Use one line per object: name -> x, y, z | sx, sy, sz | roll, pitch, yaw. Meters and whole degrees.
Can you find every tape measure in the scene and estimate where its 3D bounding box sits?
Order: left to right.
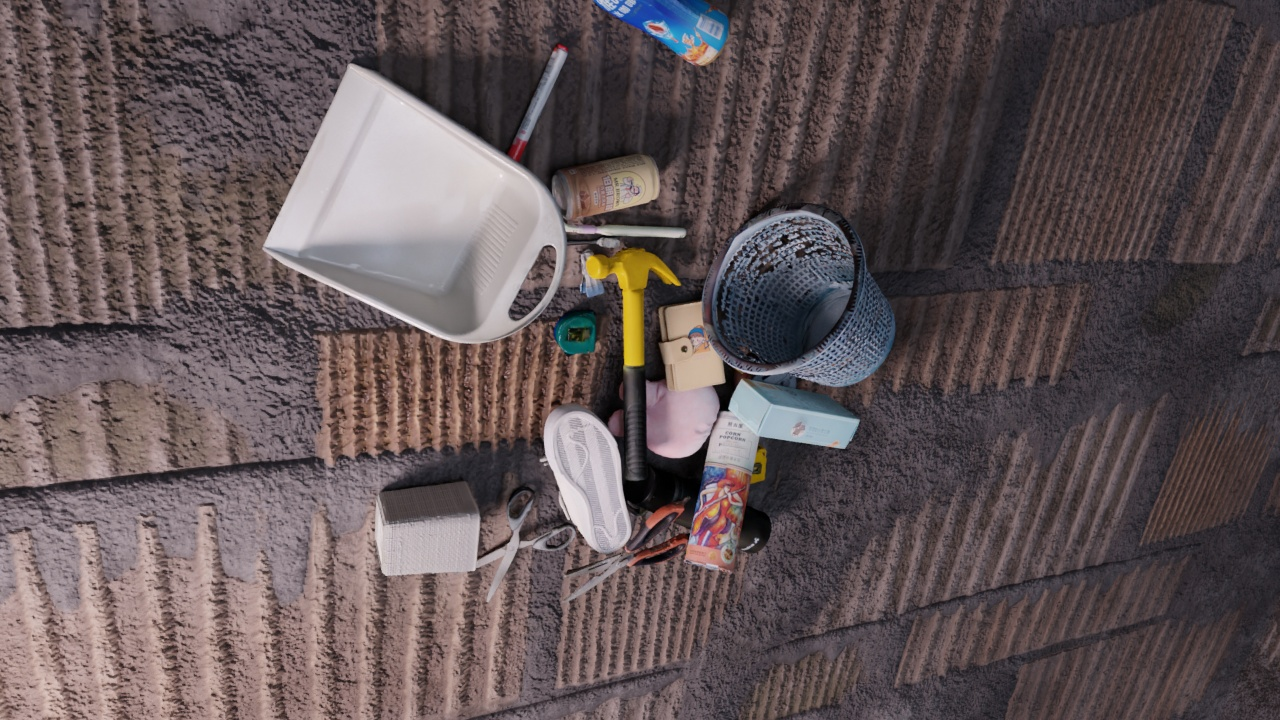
tape measure -> -0.080, -0.034, 1.150 | 0.054, 0.025, 0.058 | -9, 118, -24
tape measure -> 0.164, 0.159, 1.372 | 0.057, 0.029, 0.060 | -11, 119, -22

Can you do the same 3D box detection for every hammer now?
hammer -> -0.007, 0.007, 1.162 | 0.128, 0.033, 0.301 | -11, 107, -36

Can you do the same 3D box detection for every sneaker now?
sneaker -> -0.077, 0.143, 1.205 | 0.089, 0.091, 0.242 | -28, 127, -18

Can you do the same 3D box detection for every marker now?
marker -> -0.116, -0.278, 1.012 | 0.017, 0.017, 0.145 | 19, 105, -33

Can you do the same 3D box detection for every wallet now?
wallet -> 0.066, -0.020, 1.214 | 0.087, 0.024, 0.115 | -10, 100, -17

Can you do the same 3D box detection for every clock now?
clock -> 0.177, 0.040, 1.303 | 0.082, 0.055, 0.122 | -34, 126, -10

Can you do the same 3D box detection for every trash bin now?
trash bin -> 0.225, -0.061, 1.196 | 0.195, 0.226, 0.227 | 28, 100, -47

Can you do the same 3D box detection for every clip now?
clip -> -0.061, -0.108, 1.126 | 0.026, 0.043, 0.058 | -13, 112, -18

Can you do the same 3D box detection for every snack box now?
snack box -> 0.211, 0.074, 1.257 | 0.174, 0.074, 0.052 | 11, 111, -34

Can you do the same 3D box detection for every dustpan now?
dustpan -> -0.215, -0.139, 0.957 | 0.257, 0.142, 0.223 | 22, 103, -35

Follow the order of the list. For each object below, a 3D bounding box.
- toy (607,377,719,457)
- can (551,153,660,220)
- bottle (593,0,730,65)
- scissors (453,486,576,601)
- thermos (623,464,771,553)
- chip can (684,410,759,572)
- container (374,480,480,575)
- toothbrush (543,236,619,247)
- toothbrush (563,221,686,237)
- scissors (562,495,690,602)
toy -> 0.032, 0.070, 1.244 | 0.159, 0.054, 0.121 | 16, 100, -29
can -> -0.040, -0.202, 1.064 | 0.116, 0.058, 0.059 | -16, 121, -19
bottle -> -0.002, -0.391, 0.983 | 0.218, 0.065, 0.065 | 19, 105, -33
scissors -> -0.169, 0.251, 1.245 | 0.159, 0.014, 0.181 | 6, 106, -9
thermos -> 0.080, 0.222, 1.348 | 0.242, 0.068, 0.090 | 27, 132, -33
chip can -> 0.116, 0.182, 1.276 | 0.071, 0.071, 0.214 | 22, 75, -34
container -> -0.267, 0.210, 1.142 | 0.114, 0.090, 0.090 | -1, 114, -23
toothbrush -> -0.108, -0.138, 1.089 | 0.180, 0.018, 0.016 | -5, 113, -24
toothbrush -> -0.026, -0.161, 1.118 | 0.189, 0.020, 0.029 | -1, 145, -28
scissors -> -0.008, 0.262, 1.252 | 0.227, 0.015, 0.189 | -45, 146, 6
